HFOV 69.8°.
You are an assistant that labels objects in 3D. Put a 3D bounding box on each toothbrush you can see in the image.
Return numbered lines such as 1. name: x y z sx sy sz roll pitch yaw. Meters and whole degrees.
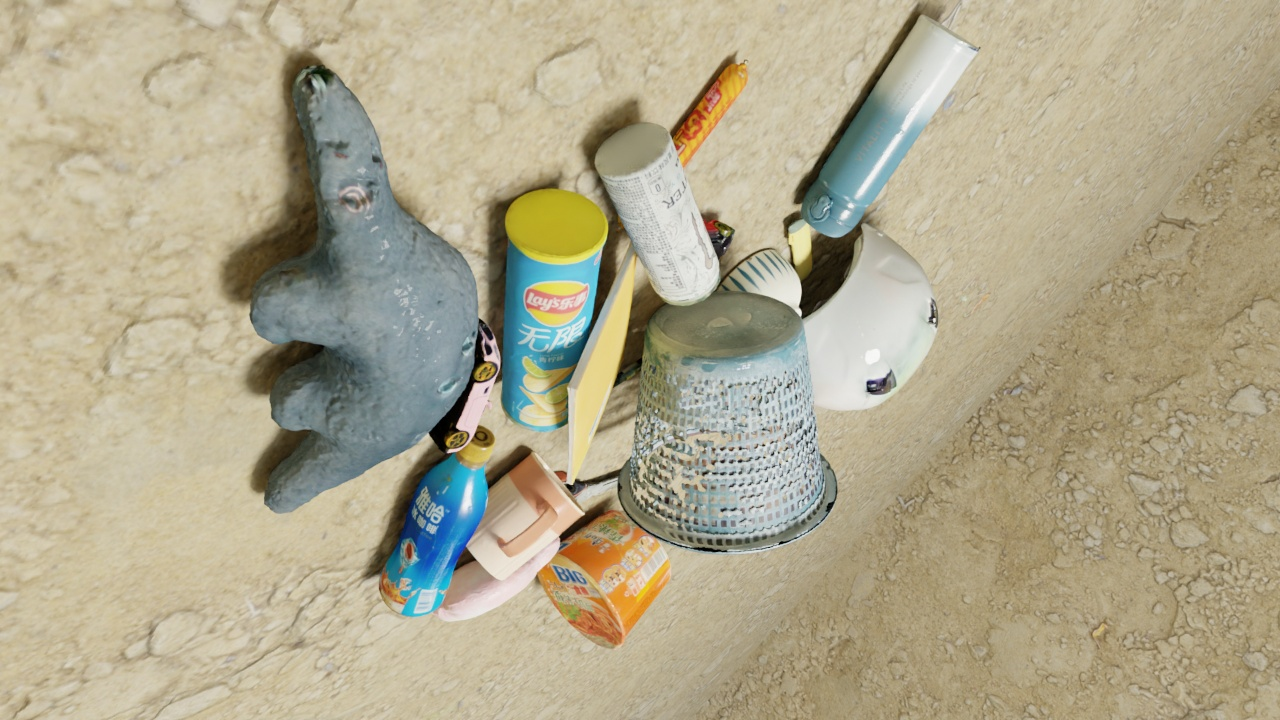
1. toothbrush: -0.006 0.005 0.944 0.185 0.012 0.017 -34 142 -22

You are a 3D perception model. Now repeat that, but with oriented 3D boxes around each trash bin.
1. trash bin: 0.084 0.045 0.907 0.226 0.227 0.195 -25 125 -36

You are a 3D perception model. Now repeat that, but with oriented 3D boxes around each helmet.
1. helmet: 0.271 -0.029 1.110 0.229 0.146 0.259 -50 165 -8

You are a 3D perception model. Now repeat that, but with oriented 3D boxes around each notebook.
1. notebook: -0.034 0.010 0.795 0.207 0.010 0.145 99 11 -63

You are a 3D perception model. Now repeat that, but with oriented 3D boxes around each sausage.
1. sausage: 0.032 -0.167 0.721 0.165 0.021 0.021 -52 154 15

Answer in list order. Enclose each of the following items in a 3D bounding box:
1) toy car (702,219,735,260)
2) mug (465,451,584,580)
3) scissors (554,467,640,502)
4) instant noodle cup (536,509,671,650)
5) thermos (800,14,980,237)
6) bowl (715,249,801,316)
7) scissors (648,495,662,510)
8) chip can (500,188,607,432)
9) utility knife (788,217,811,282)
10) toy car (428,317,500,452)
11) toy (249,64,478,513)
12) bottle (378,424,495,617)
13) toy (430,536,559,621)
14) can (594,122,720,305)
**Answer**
1. toy car: 0.045 -0.103 0.827 0.106 0.031 0.049 -13 141 -47
2. mug: -0.118 0.158 0.902 0.106 0.081 0.114 -40 -164 -5
3. scissors: -0.069 0.147 1.063 0.206 0.015 0.194 -36 153 -17
4. instant noodle cup: -0.040 0.267 1.151 0.111 0.151 0.152 -38 156 -33
5. thermos: 0.235 -0.221 0.894 0.070 0.070 0.221 -10 138 -51
6. bowl: 0.131 -0.055 0.992 0.116 0.066 0.117 -34 154 -20
7. scissors: -0.017 0.234 1.281 0.133 0.017 0.136 -44 154 -10
8. chip can: -0.073 -0.031 0.714 0.071 0.071 0.211 -29 152 -29
9. utility knife: 0.180 -0.119 1.026 0.031 0.018 0.163 -39 153 -3
10. toy car: -0.138 0.019 0.712 0.037 0.056 0.123 -11 140 -44
11. toy: -0.172 -0.016 0.583 0.137 0.091 0.357 1 135 -20
12. bottle: -0.181 0.145 0.833 0.065 0.065 0.219 -15 141 -47
13. toy: -0.157 0.233 0.992 0.122 0.054 0.159 -21 -176 44
14. can: 0.016 -0.108 0.701 0.058 0.058 0.147 -40 138 -10
